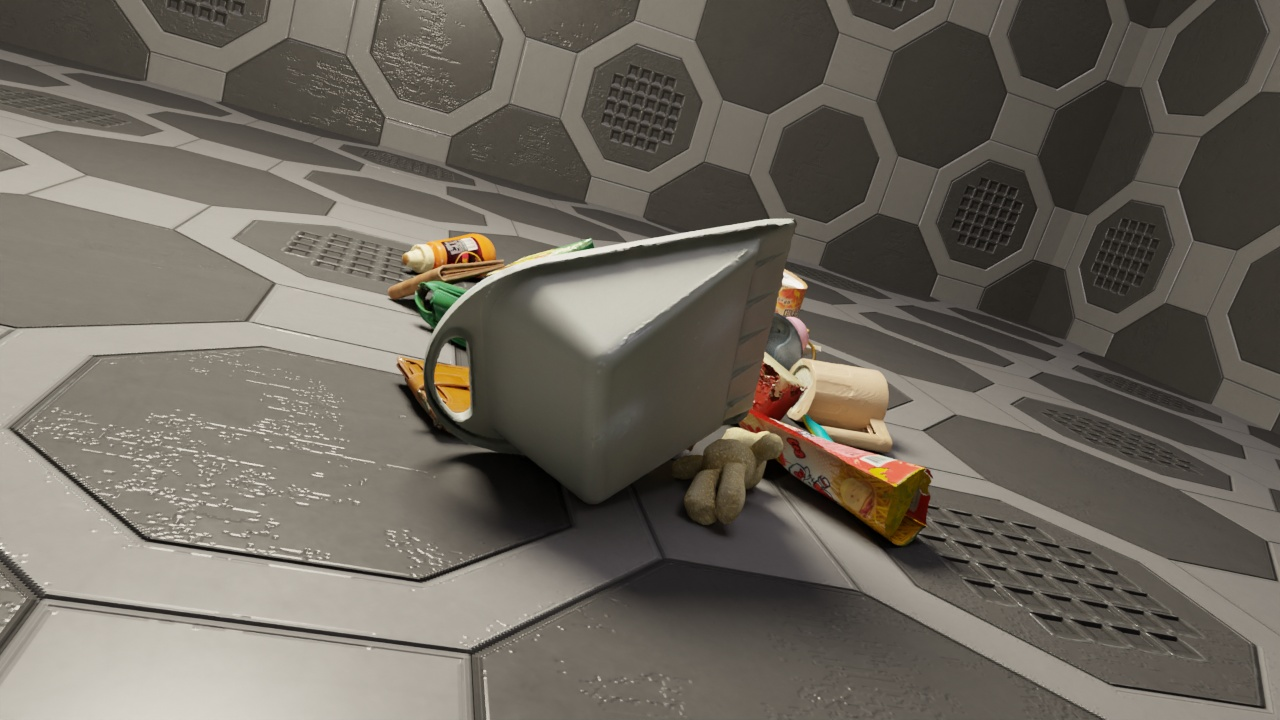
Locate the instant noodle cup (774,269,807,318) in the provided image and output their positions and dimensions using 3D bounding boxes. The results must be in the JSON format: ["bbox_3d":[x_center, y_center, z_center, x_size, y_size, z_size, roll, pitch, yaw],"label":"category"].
[{"bbox_3d":[0.181,-0.085,1.387,0.138,0.110,0.138,20,20,-8],"label":"instant noodle cup"}]

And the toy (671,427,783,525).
[{"bbox_3d":[0.079,0.101,0.807,0.105,0.066,0.157,-23,6,20],"label":"toy"}]

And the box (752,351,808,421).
[{"bbox_3d":[0.112,-0.004,1.076,0.168,0.080,0.091,42,13,24],"label":"box"}]

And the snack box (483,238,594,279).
[{"bbox_3d":[-0.130,-0.116,1.281,0.114,0.063,0.239,-14,11,10],"label":"snack box"}]

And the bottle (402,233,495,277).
[{"bbox_3d":[-0.283,-0.151,1.343,0.067,0.067,0.149,27,24,34],"label":"bottle"}]

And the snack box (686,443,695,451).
[{"bbox_3d":[0.001,0.014,0.855,0.117,0.118,0.105,10,35,-28],"label":"snack box"}]

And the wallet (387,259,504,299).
[{"bbox_3d":[-0.241,-0.103,1.148,0.101,0.020,0.115,-13,4,38],"label":"wallet"}]

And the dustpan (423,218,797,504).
[{"bbox_3d":[-0.028,-0.008,0.731,0.143,0.223,0.257,36,51,27],"label":"dustpan"}]

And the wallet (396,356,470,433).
[{"bbox_3d":[-0.162,0.034,0.830,0.119,0.035,0.131,14,12,-35],"label":"wallet"}]

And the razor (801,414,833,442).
[{"bbox_3d":[0.228,0.097,1.039,0.132,0.028,0.043,36,0,44],"label":"razor"}]

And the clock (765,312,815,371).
[{"bbox_3d":[0.161,-0.006,1.189,0.158,0.117,0.060,10,5,-21],"label":"clock"}]

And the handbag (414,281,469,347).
[{"bbox_3d":[-0.185,-0.059,1.076,0.120,0.068,0.131,23,15,26],"label":"handbag"}]

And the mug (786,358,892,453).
[{"bbox_3d":[0.246,0.059,1.137,0.103,0.084,0.124,10,42,-19],"label":"mug"}]

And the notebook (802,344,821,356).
[{"bbox_3d":[0.125,-0.022,1.280,0.206,0.010,0.146,11,-15,-24],"label":"notebook"}]

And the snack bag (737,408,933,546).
[{"bbox_3d":[0.176,0.097,0.889,0.208,0.073,0.128,27,-9,43],"label":"snack bag"}]
